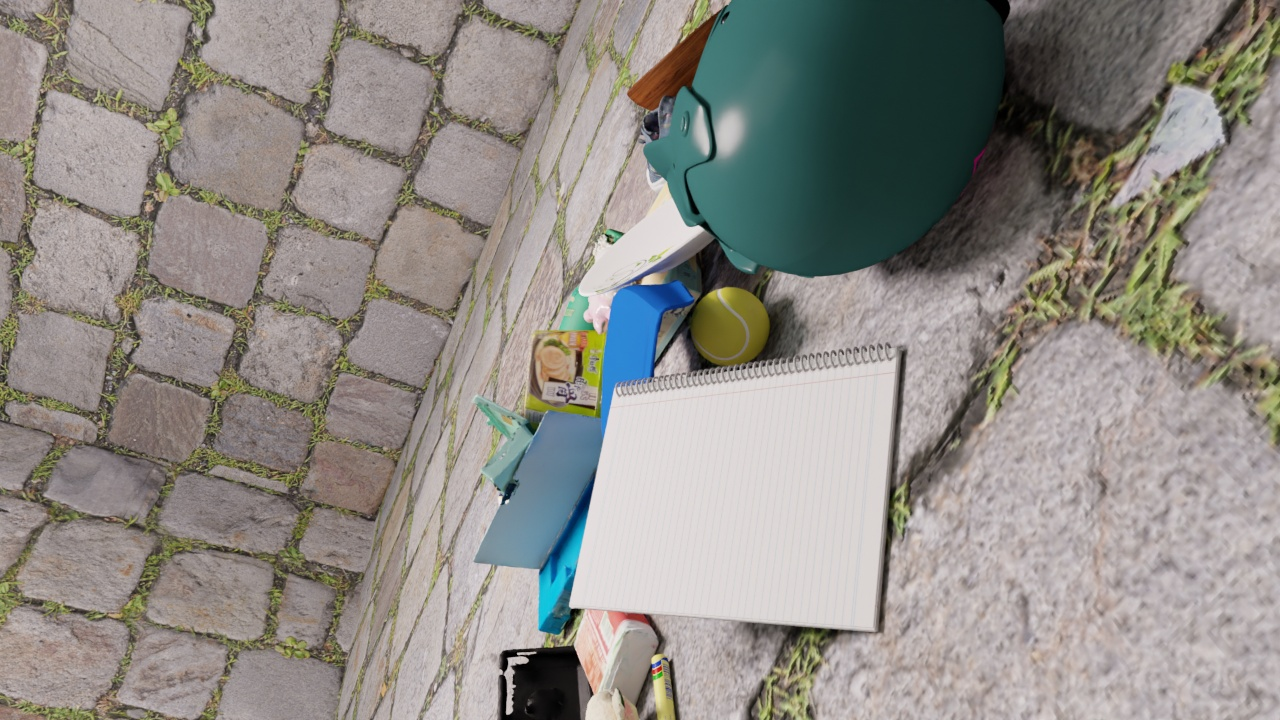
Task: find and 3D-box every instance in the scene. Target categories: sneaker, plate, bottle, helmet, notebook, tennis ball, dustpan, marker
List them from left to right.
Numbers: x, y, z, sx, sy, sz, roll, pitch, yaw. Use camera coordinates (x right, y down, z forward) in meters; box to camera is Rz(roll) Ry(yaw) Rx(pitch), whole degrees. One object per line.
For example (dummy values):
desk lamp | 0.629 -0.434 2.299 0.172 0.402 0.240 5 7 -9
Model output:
bottle | -0.060 -0.068 1.197 0.068 0.068 0.210 -128 58 -69
dustpan | -0.005 0.005 0.862 0.257 0.059 0.246 -119 30 -56
marker | 0.021 0.281 0.690 0.132 0.014 0.014 -97 31 -54
sneaker | 0.034 -0.258 1.061 0.236 0.079 0.087 165 124 -78
plate | 0.040 -0.124 0.894 0.230 0.030 0.229 -34 17 12
notebook | 0.055 0.084 0.621 0.246 0.013 0.177 -9 60 41
tennis ball | 0.074 -0.028 0.756 0.065 0.065 0.065 -162 91 -73
helmet | 0.104 -0.154 0.604 0.200 0.176 0.274 -65 21 11

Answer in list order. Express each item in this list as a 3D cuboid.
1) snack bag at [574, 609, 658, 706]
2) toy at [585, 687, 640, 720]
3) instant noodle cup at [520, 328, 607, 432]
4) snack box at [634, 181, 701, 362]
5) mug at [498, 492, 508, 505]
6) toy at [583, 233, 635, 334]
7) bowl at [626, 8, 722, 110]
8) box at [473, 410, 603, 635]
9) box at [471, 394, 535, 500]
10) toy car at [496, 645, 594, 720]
snack bag | -0.024 0.251 0.817 0.116 0.036 0.077 -147 75 -72
toy | -0.021 0.305 0.723 0.087 0.050 0.113 -115 32 -41
instant noodle cup | -0.085 0.028 1.067 0.146 0.098 0.146 -177 93 -86
snack box | 0.019 -0.098 1.028 0.193 0.044 0.142 -88 23 -43
mug | -0.134 0.167 1.181 0.112 0.086 0.089 48 -127 -69
toy | -0.033 -0.084 1.029 0.096 0.041 0.109 39 113 59
bowl | 0.061 -0.333 1.070 0.147 0.069 0.147 -39 11 9
box | -0.090 0.170 0.968 0.093 0.115 0.244 -98 31 -54
box | -0.153 0.103 1.041 0.077 0.093 0.188 -47 -17 -11
toy car | -0.087 0.359 0.848 0.191 0.094 0.071 -102 14 -58
